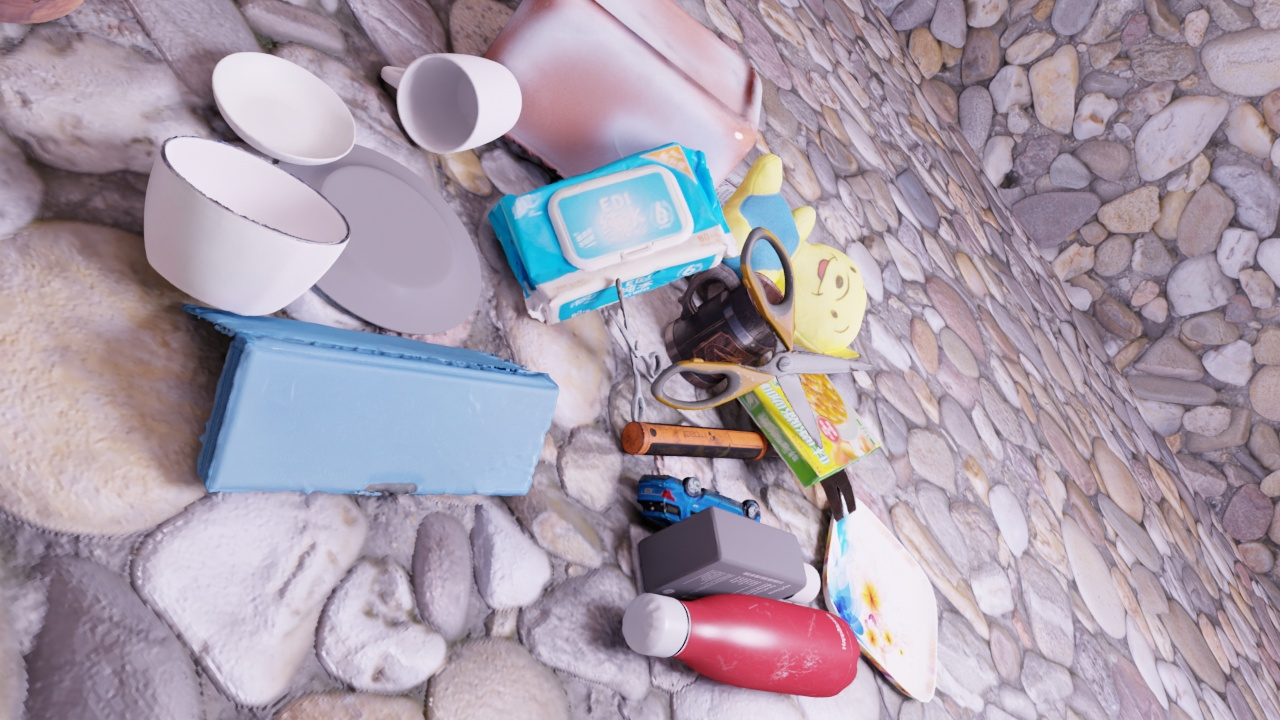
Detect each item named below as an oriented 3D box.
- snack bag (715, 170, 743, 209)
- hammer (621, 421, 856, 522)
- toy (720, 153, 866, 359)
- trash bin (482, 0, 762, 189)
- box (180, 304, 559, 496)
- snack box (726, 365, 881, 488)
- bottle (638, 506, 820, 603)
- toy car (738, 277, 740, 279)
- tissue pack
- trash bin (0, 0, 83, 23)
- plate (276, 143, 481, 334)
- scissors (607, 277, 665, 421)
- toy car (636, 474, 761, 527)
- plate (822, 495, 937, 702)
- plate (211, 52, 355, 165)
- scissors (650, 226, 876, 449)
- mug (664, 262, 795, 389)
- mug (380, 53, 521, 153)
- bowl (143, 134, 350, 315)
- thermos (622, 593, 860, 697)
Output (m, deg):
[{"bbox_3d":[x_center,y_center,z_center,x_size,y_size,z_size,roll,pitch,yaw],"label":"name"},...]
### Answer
[{"bbox_3d":[0.094,-0.208,1.098,0.208,0.067,0.138,45,38,11],"label":"snack bag"},{"bbox_3d":[0.104,0.094,0.897,0.313,0.035,0.137,8,48,-46],"label":"hammer"},{"bbox_3d":[0.163,-0.099,0.993,0.214,0.084,0.148,43,58,-16],"label":"toy"},{"bbox_3d":[-0.018,-0.273,0.914,0.259,0.158,0.181,34,38,-16],"label":"trash bin"},{"bbox_3d":[-0.179,0.028,0.606,0.231,0.094,0.112,9,12,-46],"label":"box"},{"bbox_3d":[0.176,0.057,0.962,0.167,0.027,0.132,-12,62,-55],"label":"snack box"},{"bbox_3d":[0.088,0.175,0.773,0.173,0.084,0.046,24,45,-40],"label":"bottle"},{"bbox_3d":[0.141,-0.125,1.126,0.048,0.032,0.105,37,42,0],"label":"toy car"},{"bbox_3d":[-0.018,-0.116,0.812,0.209,0.066,0.117,-19,78,-14],"label":"tissue pack"},{"bbox_3d":[-0.353,-0.318,0.512,0.151,0.211,0.151,32,40,-32],"label":"trash bin"},{"bbox_3d":[-0.193,-0.099,0.700,0.178,0.012,0.178,31,39,-30],"label":"plate"},{"bbox_3d":[-0.001,-0.015,0.820,0.146,0.014,0.142,-46,136,-63],"label":"scissors"},{"bbox_3d":[0.050,0.129,0.792,0.120,0.056,0.043,22,72,-33],"label":"toy car"},{"bbox_3d":[0.255,0.251,0.978,0.187,0.016,0.186,46,35,-15],"label":"plate"},{"bbox_3d":[-0.262,-0.177,0.669,0.104,0.026,0.104,28,39,-26],"label":"plate"},{"bbox_3d":[0.118,-0.016,0.856,0.225,0.016,0.229,-2,100,-14],"label":"scissors"},{"bbox_3d":[0.078,-0.041,0.915,0.116,0.107,0.079,41,37,-22],"label":"mug"},{"bbox_3d":[-0.169,-0.234,0.807,0.114,0.081,0.087,27,26,11],"label":"mug"},{"bbox_3d":[-0.243,-0.077,0.554,0.116,0.066,0.116,32,16,-11],"label":"bowl"},{"bbox_3d":[0.081,0.223,0.732,0.239,0.073,0.073,23,46,-39],"label":"thermos"}]
